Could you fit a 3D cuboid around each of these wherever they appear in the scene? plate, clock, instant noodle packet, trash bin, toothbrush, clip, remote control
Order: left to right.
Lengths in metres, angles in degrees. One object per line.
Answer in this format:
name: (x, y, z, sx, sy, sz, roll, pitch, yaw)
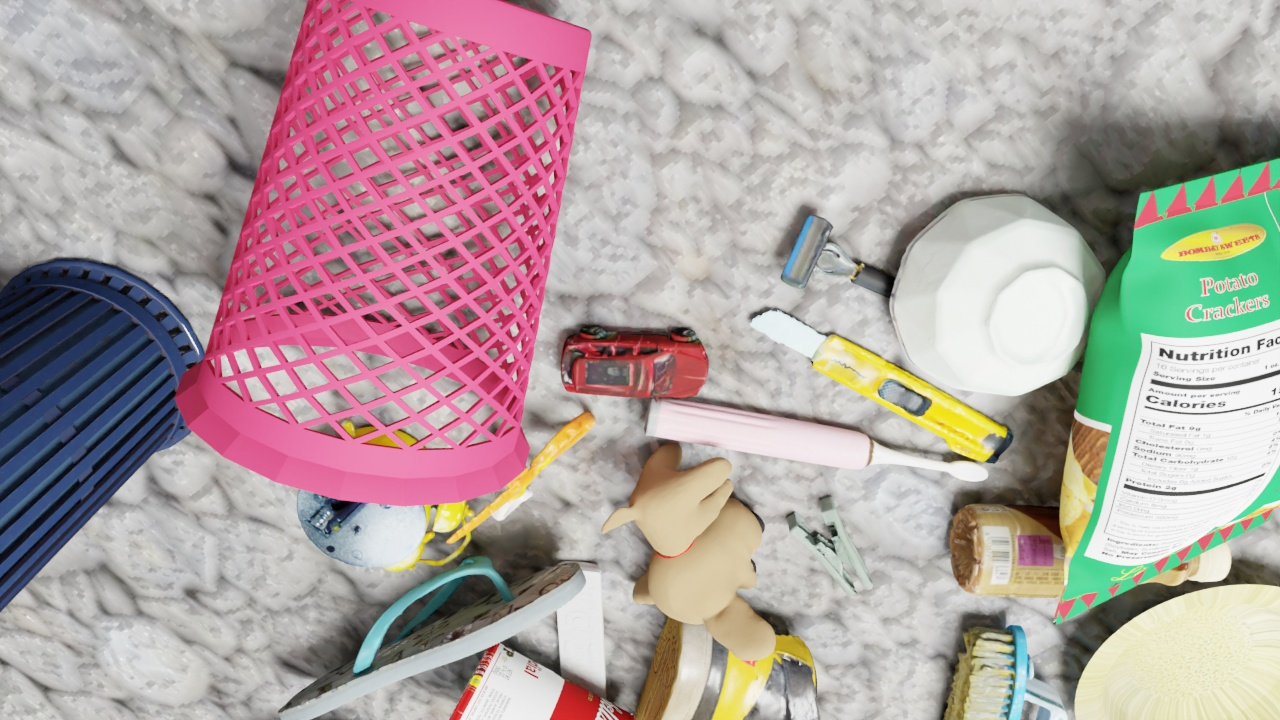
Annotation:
trash bin: (-0.352, 0.055, 0.482, 0.139, 0.249, 0.139, 1, 116, 2)
clock: (-0.165, 0.096, 0.601, 0.118, 0.057, 0.083, 42, 110, -16)
remote control: (-0.043, 0.202, 0.672, 0.033, 0.012, 0.131, 4, 117, 10)
toothbrush: (0.113, 0.054, 0.586, 0.222, 0.026, 0.027, 10, 97, -3)
clip: (0.126, 0.132, 0.627, 0.051, 0.023, 0.078, -16, 113, 12)
plate: (0.396, 0.220, 0.649, 0.184, 0.036, 0.185, 1, 116, 2)
instant noodle packet: (0.316, 0.014, 0.502, 0.195, 0.090, 0.253, -15, 119, -22)

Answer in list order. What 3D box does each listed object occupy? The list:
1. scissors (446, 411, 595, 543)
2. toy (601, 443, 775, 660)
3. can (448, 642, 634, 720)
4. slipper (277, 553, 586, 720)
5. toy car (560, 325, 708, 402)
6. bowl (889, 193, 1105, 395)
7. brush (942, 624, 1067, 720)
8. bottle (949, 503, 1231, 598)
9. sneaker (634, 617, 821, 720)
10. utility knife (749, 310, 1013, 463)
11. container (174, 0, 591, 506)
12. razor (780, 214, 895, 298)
scissors: (-0.075, 0.076, 0.570, 0.011, 0.125, 0.128, 44, 143, 9)
toy: (0.032, 0.115, 0.587, 0.105, 0.134, 0.108, -35, 115, -27)
can: (-0.075, 0.265, 0.654, 0.116, 0.086, 0.087, 28, 114, 0)
slipper: (-0.149, 0.180, 0.635, 0.269, 0.098, 0.054, -29, 87, 24)
toy car: (-0.003, 0.003, 0.563, 0.091, 0.036, 0.042, 1, 116, -4)
bowl: (0.205, -0.030, 0.508, 0.117, 0.061, 0.117, -2, 108, -7)
brush: (0.263, 0.246, 0.657, 0.075, 0.055, 0.136, 4, 116, 6)
bottle: (0.291, 0.124, 0.594, 0.166, 0.059, 0.060, 1, 116, 1)
sneaker: (0.059, 0.285, 0.669, 0.122, 0.086, 0.239, 10, 118, -5)
utility knife: (0.152, 0.016, 0.574, 0.191, 0.018, 0.030, 28, 105, -8)
container: (-0.116, -0.072, 0.463, 0.183, 0.183, 0.226, 17, 108, -6)
razor: (0.152, -0.041, 0.542, 0.144, 0.022, 0.043, 21, 104, -13)
